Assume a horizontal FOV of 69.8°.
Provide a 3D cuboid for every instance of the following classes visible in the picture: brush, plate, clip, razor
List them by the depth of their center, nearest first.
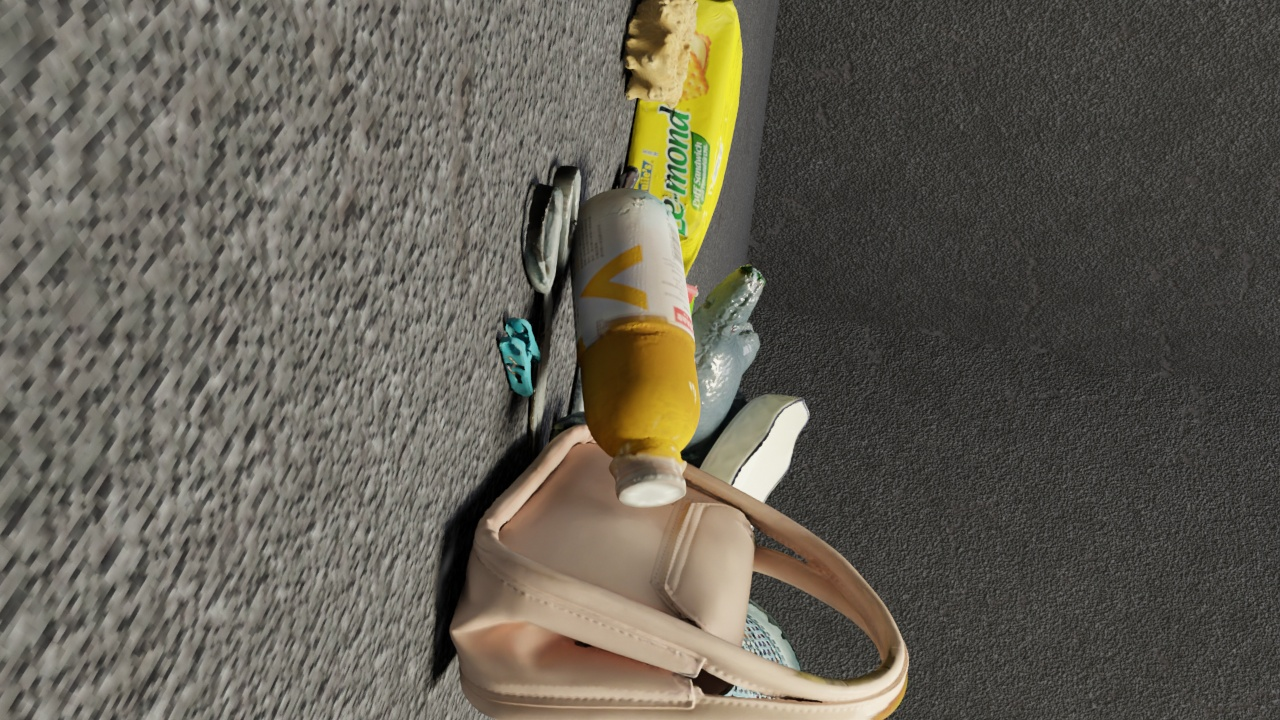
[{"bbox_3d":[-0.062,-0.002,0.478,0.056,0.014,0.041,82,19,-64],"label":"clip"},{"bbox_3d":[-0.019,-0.088,0.654,0.043,0.022,0.142,-37,-145,49],"label":"razor"},{"bbox_3d":[0.025,-0.301,0.672,0.083,0.046,0.254,52,44,-74],"label":"brush"},{"bbox_3d":[0.099,0.119,0.914,0.204,0.045,0.205,-48,155,-31],"label":"plate"}]

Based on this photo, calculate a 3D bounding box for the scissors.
[{"bbox_3d":[-0.051,-0.028,0.530,0.173,0.014,0.145,86,17,-63],"label":"scissors"}]

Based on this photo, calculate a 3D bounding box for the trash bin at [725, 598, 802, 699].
[{"bbox_3d":[0.023,0.303,0.829,0.195,0.227,0.226,48,51,-61],"label":"trash bin"}]

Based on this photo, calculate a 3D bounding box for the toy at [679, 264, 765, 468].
[{"bbox_3d":[0.058,0.037,0.882,0.091,0.137,0.357,59,-16,30],"label":"toy"}]

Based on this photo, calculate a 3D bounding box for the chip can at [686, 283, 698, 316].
[{"bbox_3d":[-0.012,0.053,0.697,0.072,0.072,0.236,37,64,-81],"label":"chip can"}]

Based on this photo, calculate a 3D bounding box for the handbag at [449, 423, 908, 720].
[{"bbox_3d":[0.032,0.128,0.500,0.193,0.234,0.093,-56,160,-70],"label":"handbag"}]

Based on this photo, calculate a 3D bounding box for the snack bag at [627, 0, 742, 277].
[{"bbox_3d":[0.037,-0.181,0.776,0.158,0.068,0.246,26,75,-82],"label":"snack bag"}]

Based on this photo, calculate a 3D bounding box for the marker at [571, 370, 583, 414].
[{"bbox_3d":[-0.038,0.018,0.661,0.023,0.018,0.130,-170,-89,-68],"label":"marker"}]

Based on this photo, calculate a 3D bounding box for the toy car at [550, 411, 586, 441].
[{"bbox_3d":[-0.037,0.093,0.628,0.036,0.054,0.121,-43,141,-72],"label":"toy car"}]

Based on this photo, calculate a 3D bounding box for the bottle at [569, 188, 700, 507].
[{"bbox_3d":[-0.003,-0.010,0.525,0.068,0.068,0.189,86,-2,-60],"label":"bottle"}]
